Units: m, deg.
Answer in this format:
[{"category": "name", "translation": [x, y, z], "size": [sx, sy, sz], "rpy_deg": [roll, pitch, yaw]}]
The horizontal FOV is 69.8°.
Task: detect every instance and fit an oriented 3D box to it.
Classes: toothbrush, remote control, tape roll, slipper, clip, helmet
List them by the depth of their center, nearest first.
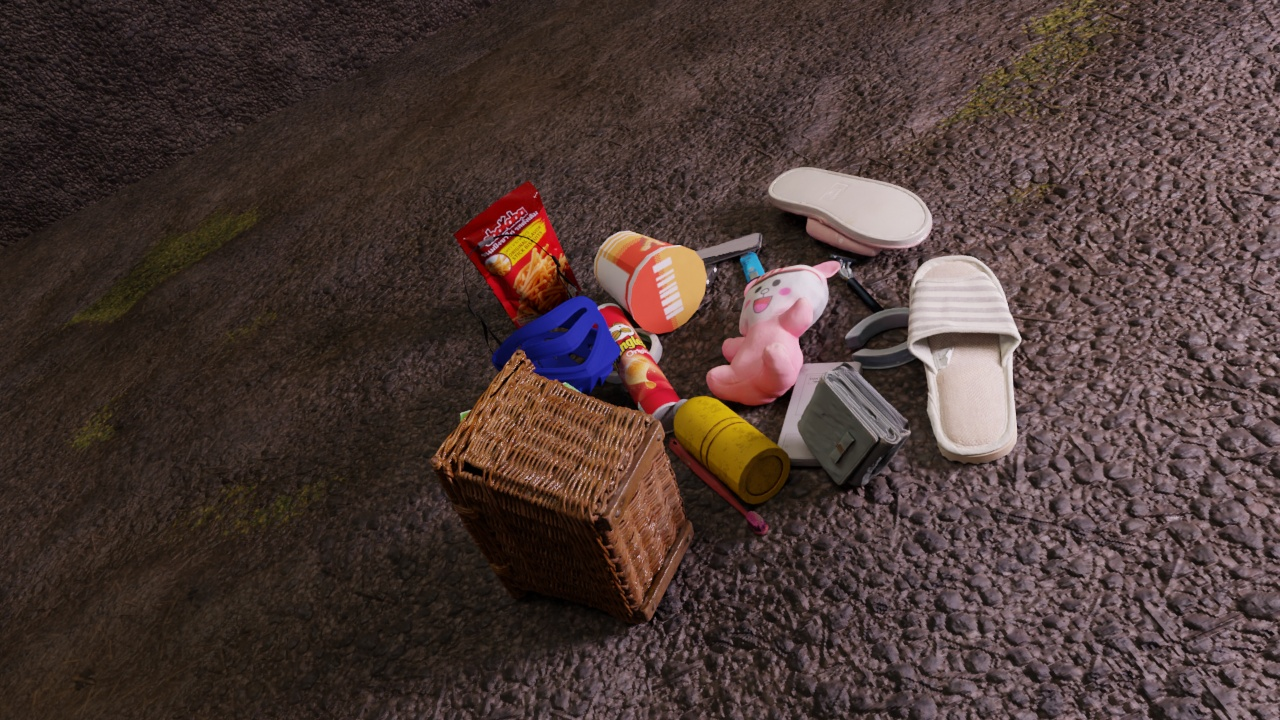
[{"category": "slipper", "translation": [0.349, -0.013, 0.994], "size": [0.114, 0.054, 0.272], "rpy_deg": [-6, 53, 14]}, {"category": "toothbrush", "translation": [0.083, 0.137, 1.031], "size": [0.016, 0.016, 0.190], "rpy_deg": [-36, 38, -10]}, {"category": "remote control", "translation": [0.205, 0.060, 1.046], "size": [0.074, 0.019, 0.150], "rpy_deg": [-3, 43, 29]}, {"category": "clip", "translation": [0.323, -0.049, 1.095], "size": [0.163, 0.028, 0.114], "rpy_deg": [-18, 40, 10]}, {"category": "helmet", "translation": [-0.129, -0.052, 1.145], "size": [0.147, 0.228, 0.242], "rpy_deg": [-32, 14, -14]}, {"category": "tape roll", "translation": [-0.017, -0.007, 1.259], "size": [0.094, 0.018, 0.093], "rpy_deg": [-16, 39, 14]}, {"category": "slipper", "translation": [0.288, -0.205, 1.277], "size": [0.114, 0.054, 0.274], "rpy_deg": [-39, 42, -15]}, {"category": "remote control", "translation": [0.114, -0.157, 1.350], "size": [0.137, 0.013, 0.033], "rpy_deg": [-14, 39, 25]}]

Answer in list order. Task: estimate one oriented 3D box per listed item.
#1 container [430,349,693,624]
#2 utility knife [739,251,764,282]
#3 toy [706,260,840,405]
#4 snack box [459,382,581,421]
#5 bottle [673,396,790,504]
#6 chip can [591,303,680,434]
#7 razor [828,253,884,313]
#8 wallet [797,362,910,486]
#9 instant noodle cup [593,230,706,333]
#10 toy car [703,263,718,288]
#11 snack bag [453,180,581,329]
[{"category": "container", "translation": [-0.061, 0.144, 0.941], "size": [0.183, 0.250, 0.161], "rpy_deg": [12, 51, 27]}, {"category": "utility knife", "translation": [0.159, -0.119, 1.287], "size": [0.031, 0.015, 0.185], "rpy_deg": [-22, 36, 8]}, {"category": "toy", "translation": [0.166, -0.042, 1.129], "size": [0.142, 0.084, 0.212], "rpy_deg": [-24, 34, 43]}, {"category": "snack box", "translation": [-0.119, 0.073, 1.096], "size": [0.132, 0.168, 0.027], "rpy_deg": [-16, 71, 12]}, {"category": "bottle", "translation": [0.092, 0.091, 1.039], "size": [0.071, 0.071, 0.164], "rpy_deg": [-37, 38, -12]}, {"category": "chip can", "translation": [-0.007, 0.007, 1.183], "size": [0.052, 0.052, 0.214], "rpy_deg": [-30, 45, -3]}, {"category": "razor", "translation": [0.282, -0.091, 1.176], "size": [0.042, 0.022, 0.144], "rpy_deg": [7, 36, -22]}, {"category": "wallet", "translation": [0.211, 0.067, 0.923], "size": [0.054, 0.132, 0.100], "rpy_deg": [-37, 69, -21]}, {"category": "instant noodle cup", "translation": [0.006, -0.118, 1.281], "size": [0.123, 0.123, 0.121], "rpy_deg": [-38, 41, -14]}, {"category": "toy car", "translation": [0.065, -0.125, 1.330], "size": [0.092, 0.037, 0.040], "rpy_deg": [5, 48, 35]}, {"category": "snack bag", "translation": [-0.178, -0.149, 1.364], "size": [0.138, 0.208, 0.066], "rpy_deg": [-35, 38, -10]}]
